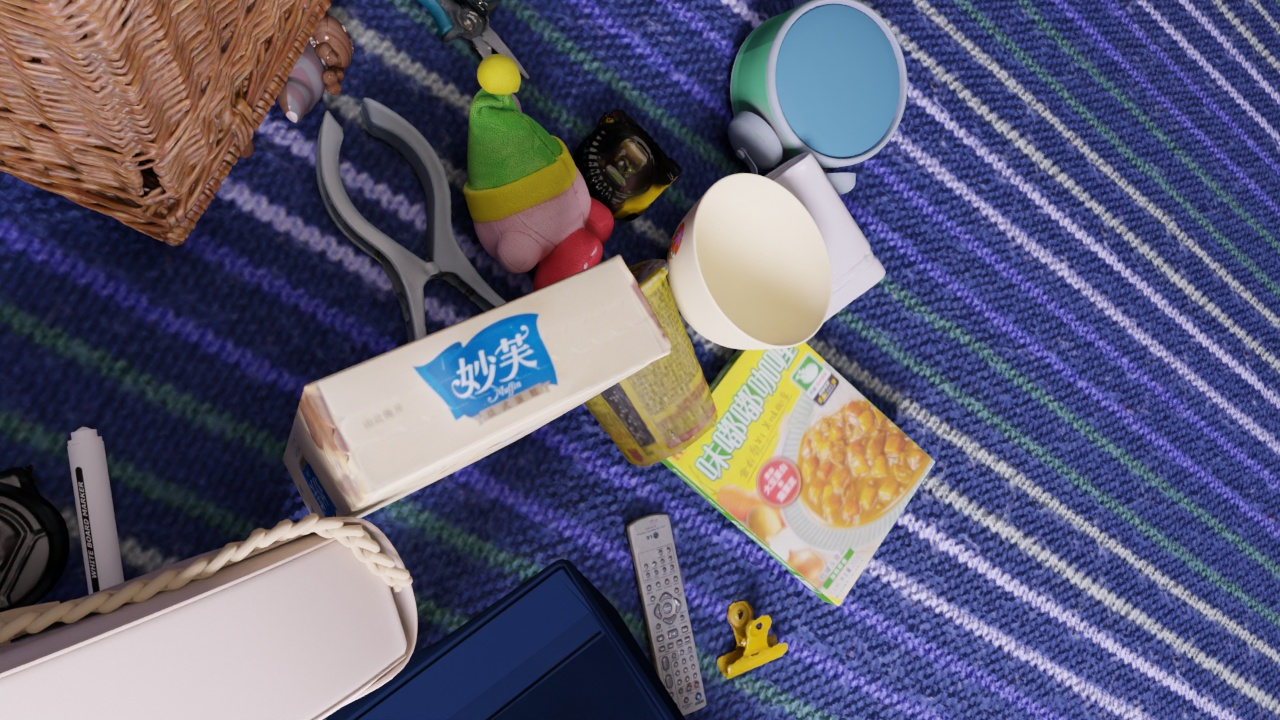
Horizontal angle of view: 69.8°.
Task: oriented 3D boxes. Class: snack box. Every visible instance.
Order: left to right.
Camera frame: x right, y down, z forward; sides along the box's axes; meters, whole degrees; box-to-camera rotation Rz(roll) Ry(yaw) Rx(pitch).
[{"bbox_3d":[-0.096,0.026,0.472,0.153,0.208,0.055,-26,88,-27],"label":"snack box"},{"bbox_3d":[0.114,0.071,0.656,0.168,0.027,0.131,41,76,-9],"label":"snack box"}]

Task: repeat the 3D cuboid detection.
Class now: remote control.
[{"bbox_3d":[0.017,0.172,0.620,0.033,0.013,0.136,-12,89,-28],"label":"remote control"}]

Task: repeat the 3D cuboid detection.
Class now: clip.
[{"bbox_3d":[-0.131,-0.087,0.572,0.107,0.028,0.163,-26,96,-25],"label":"clip"},{"bbox_3d":[0.080,0.194,0.640,0.052,0.035,0.046,-12,97,-26],"label":"clip"}]

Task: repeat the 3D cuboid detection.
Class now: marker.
[{"bbox_3d":[-0.279,0.100,0.479,0.020,0.017,0.133,-10,88,-1],"label":"marker"}]

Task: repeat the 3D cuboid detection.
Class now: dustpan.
[{"bbox_3d":[-0.108,0.204,0.464,0.236,0.273,0.080,-36,137,-5],"label":"dustpan"}]

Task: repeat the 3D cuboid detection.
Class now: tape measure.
[{"bbox_3d":[-0.321,0.092,0.447,0.071,0.042,0.072,-19,88,-28],"label":"tape measure"},{"bbox_3d":[-0.015,-0.132,0.629,0.067,0.038,0.062,47,67,-15],"label":"tape measure"}]

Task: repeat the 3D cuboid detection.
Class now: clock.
[{"bbox_3d":[0.125,-0.186,0.691,0.122,0.075,0.161,23,86,-23],"label":"clock"}]

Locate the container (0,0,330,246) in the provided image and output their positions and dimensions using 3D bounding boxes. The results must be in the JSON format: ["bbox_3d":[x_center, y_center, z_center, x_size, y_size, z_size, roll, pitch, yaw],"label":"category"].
[{"bbox_3d":[-0.245,-0.219,0.423,0.162,0.183,0.249,23,71,-5],"label":"container"}]

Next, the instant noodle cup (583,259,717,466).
[{"bbox_3d":[-0.003,0.004,0.588,0.102,0.102,0.108,-37,107,-25],"label":"instant noodle cup"}]

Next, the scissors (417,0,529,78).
[{"bbox_3d":[-0.130,-0.249,0.597,0.122,0.019,0.149,-3,87,-27],"label":"scissors"}]

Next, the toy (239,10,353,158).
[{"bbox_3d":[-0.204,-0.166,0.538,0.055,0.042,0.101,13,68,-2],"label":"toy"}]

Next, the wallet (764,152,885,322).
[{"bbox_3d":[0.118,-0.085,0.674,0.086,0.032,0.116,-31,110,9],"label":"wallet"}]

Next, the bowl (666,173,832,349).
[{"bbox_3d":[0.061,-0.057,0.620,0.117,0.074,0.118,10,71,-32],"label":"bowl"}]

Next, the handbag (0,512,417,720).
[{"bbox_3d":[-0.213,0.140,0.375,0.208,0.211,0.103,-19,89,-44],"label":"handbag"}]

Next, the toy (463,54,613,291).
[{"bbox_3d":[-0.066,-0.117,0.566,0.131,0.097,0.123,45,38,-18],"label":"toy"}]
